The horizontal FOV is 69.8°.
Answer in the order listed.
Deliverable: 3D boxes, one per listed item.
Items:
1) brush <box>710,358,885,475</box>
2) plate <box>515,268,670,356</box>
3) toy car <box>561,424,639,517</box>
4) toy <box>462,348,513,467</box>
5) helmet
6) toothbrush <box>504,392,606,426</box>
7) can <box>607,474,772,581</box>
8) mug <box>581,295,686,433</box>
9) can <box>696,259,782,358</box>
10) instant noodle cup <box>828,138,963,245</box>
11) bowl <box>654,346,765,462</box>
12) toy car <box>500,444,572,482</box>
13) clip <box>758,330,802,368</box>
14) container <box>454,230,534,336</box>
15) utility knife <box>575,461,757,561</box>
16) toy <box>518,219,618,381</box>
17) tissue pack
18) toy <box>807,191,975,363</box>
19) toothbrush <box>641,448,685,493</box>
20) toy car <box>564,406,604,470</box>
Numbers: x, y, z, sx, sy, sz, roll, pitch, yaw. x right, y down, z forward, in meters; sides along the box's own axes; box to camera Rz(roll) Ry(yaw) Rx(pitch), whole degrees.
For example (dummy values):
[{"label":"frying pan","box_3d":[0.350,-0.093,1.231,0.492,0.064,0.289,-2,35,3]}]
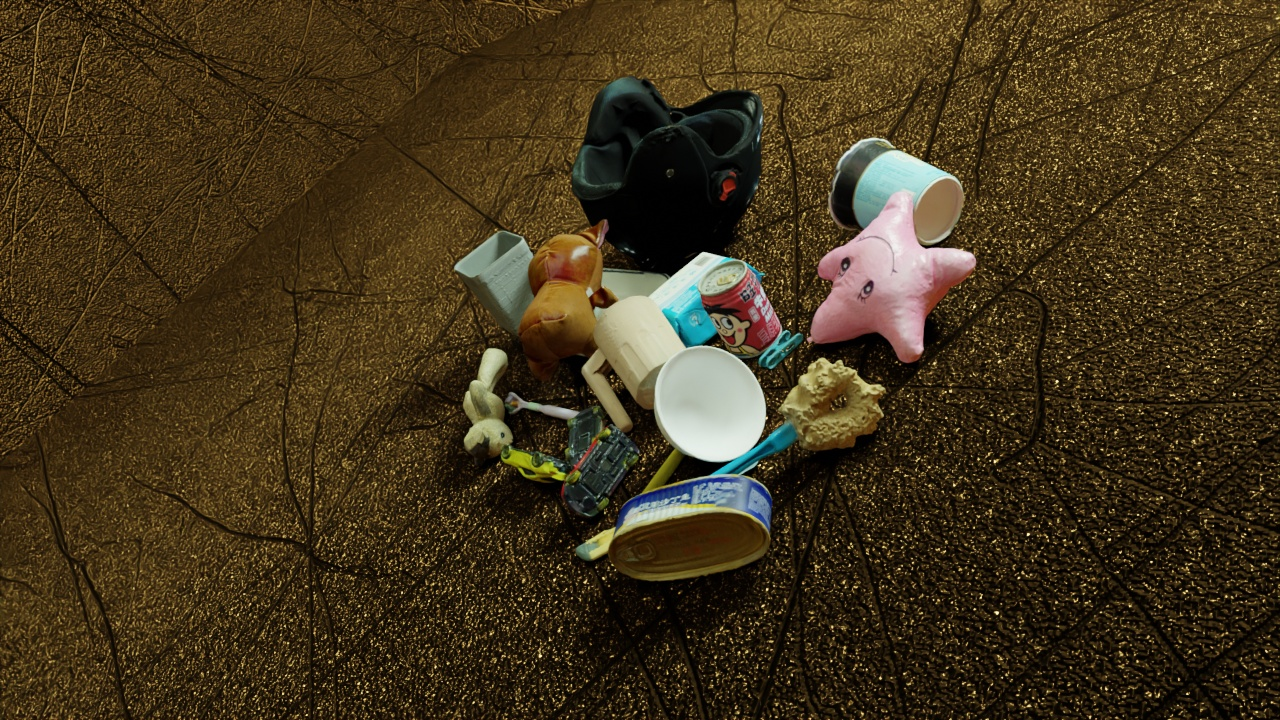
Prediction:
[{"label":"brush","box_3d":[0.109,0.087,0.846,0.255,0.083,0.045,-36,6,10]},{"label":"plate","box_3d":[-0.060,-0.060,1.242,0.266,0.034,0.161,10,50,50]},{"label":"toy car","box_3d":[-0.044,0.116,0.952,0.031,0.049,0.106,-34,17,52]},{"label":"toy","box_3d":[-0.188,0.055,1.149,0.066,0.105,0.157,8,51,-11]},{"label":"helmet","box_3d":[0.045,-0.254,1.238,0.274,0.230,0.233,-23,38,-3]},{"label":"toothbrush","box_3d":[-0.106,0.063,1.120,0.021,0.029,0.189,-7,10,-42]},{"label":"can","box_3d":[0.043,0.146,0.802,0.148,0.074,0.049,-18,30,24]},{"label":"mug","box_3d":[-0.006,0.006,1.031,0.125,0.084,0.103,-49,51,19]},{"label":"can","box_3d":[0.109,-0.057,1.019,0.067,0.094,0.066,-24,31,15]},{"label":"instant noodle cup","box_3d":[0.294,-0.184,1.035,0.111,0.111,0.120,-39,39,-12]},{"label":"bowl","box_3d":[0.059,0.052,0.918,0.118,0.118,0.065,-51,2,-29]},{"label":"toy car","box_3d":[-0.118,0.117,1.029,0.105,0.048,0.032,9,82,48]},{"label":"clip","box_3d":[0.151,-0.012,0.995,0.056,0.014,0.040,-41,30,-18]},{"label":"container","box_3d":[-0.180,-0.103,1.267,0.090,0.114,0.090,-40,31,-14]},{"label":"utility knife","box_3d":[0.028,0.143,0.887,0.207,0.021,0.031,-26,36,3]},{"label":"toy","box_3d":[-0.088,-0.078,1.148,0.140,0.130,0.199,-18,55,20]},{"label":"tissue pack","box_3d":[0.074,-0.071,1.103,0.140,0.063,0.090,-40,29,-15]},{"label":"toy","box_3d":[0.243,-0.070,0.933,0.179,0.074,0.194,-45,38,20]},{"label":"toothbrush","box_3d":[0.054,0.074,0.957,0.017,0.016,0.189,-1,42,49]},{"label":"toy car","box_3d":[-0.058,0.088,1.018,0.042,0.035,0.090,-22,37,15]}]
